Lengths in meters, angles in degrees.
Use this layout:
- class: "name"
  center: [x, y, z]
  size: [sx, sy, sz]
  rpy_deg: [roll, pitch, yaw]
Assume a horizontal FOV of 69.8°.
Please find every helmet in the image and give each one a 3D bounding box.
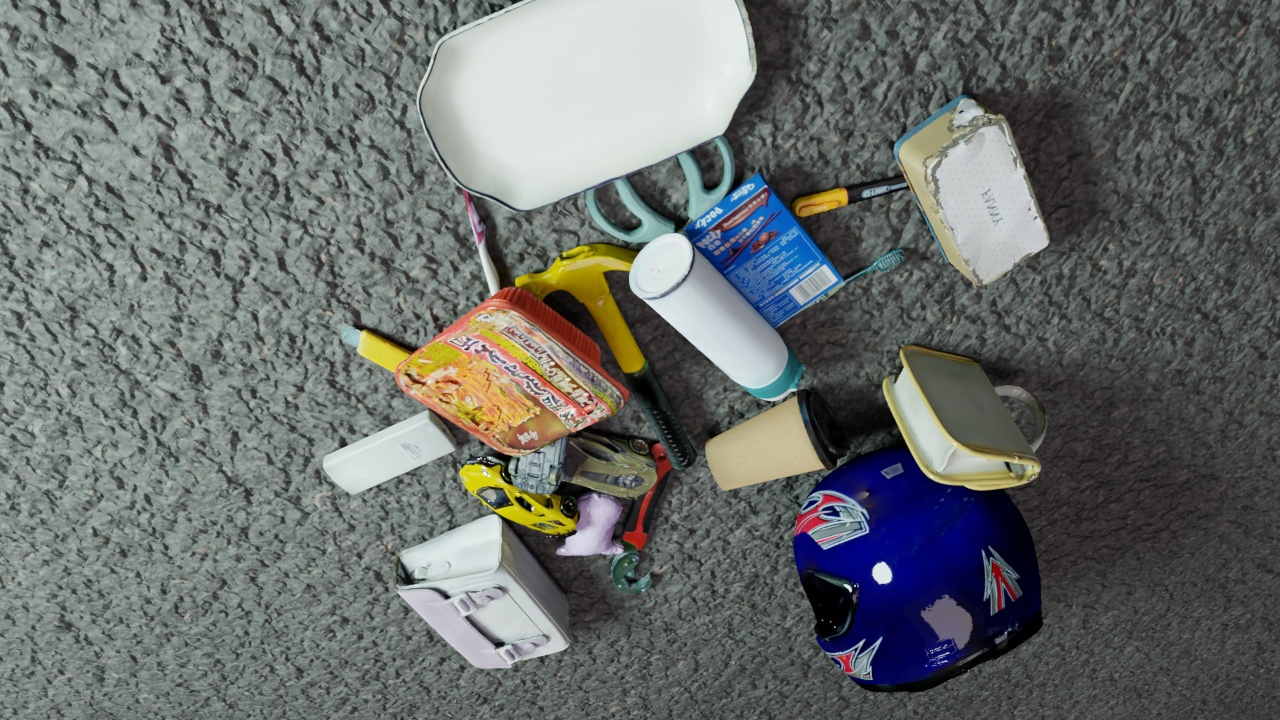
- class: "helmet"
  center: [0.291, 0.224, 1.045]
  size: [0.246, 0.240, 0.316]
  rpy_deg: [-24, 168, -22]

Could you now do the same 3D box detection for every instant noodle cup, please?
- class: "instant noodle cup"
  center: [-0.118, 0.008, 0.859]
  size: [0.164, 0.078, 0.189]
  rpy_deg: [39, 134, -27]

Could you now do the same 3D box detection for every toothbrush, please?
- class: "toothbrush"
  center: [-0.140, -0.116, 0.816]
  size: [0.017, 0.016, 0.188]
  rpy_deg: [-17, 132, -9]
- class: "toothbrush"
  center: [0.178, -0.061, 0.922]
  size: [0.192, 0.018, 0.016]
  rpy_deg: [-29, 130, 14]

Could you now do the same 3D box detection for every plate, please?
- class: "plate"
  center: [-0.042, -0.220, 0.726]
  size: [0.266, 0.034, 0.162]
  rpy_deg: [-21, 128, 5]

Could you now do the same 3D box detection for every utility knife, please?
- class: "utility knife"
  center: [-0.220, 0.006, 0.906]
  size: [0.173, 0.015, 0.033]
  rpy_deg: [31, 113, -30]

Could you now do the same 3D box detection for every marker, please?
- class: "marker"
  center: [0.202, -0.154, 0.848]
  size: [0.124, 0.015, 0.018]
  rpy_deg: [-14, 137, -2]

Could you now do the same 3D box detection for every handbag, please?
- class: "handbag"
  center: [-0.188, 0.291, 1.111]
  size: [0.145, 0.098, 0.197]
  rpy_deg: [-18, 131, 12]
- class: "handbag"
  center: [0.358, 0.065, 0.969]
  size: [0.178, 0.163, 0.063]
  rpy_deg: [8, 130, -18]

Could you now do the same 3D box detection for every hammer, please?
- class: "hammer"
  center: [-0.005, 0.005, 0.929]
  size: [0.129, 0.032, 0.301]
  rpy_deg: [-21, 128, 8]

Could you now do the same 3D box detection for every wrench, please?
- class: "wrench"
  center: [0.003, 0.197, 1.113]
  size: [0.056, 0.016, 0.274]
  rpy_deg: [1, 130, -11]

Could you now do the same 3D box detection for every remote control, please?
- class: "remote control"
  center: [-0.266, 0.098, 0.974]
  size: [0.135, 0.019, 0.056]
  rpy_deg: [-24, 131, 10]

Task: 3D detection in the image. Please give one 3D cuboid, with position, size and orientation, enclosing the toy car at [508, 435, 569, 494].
- class: "toy car"
  center: [-0.103, 0.080, 0.955]
  size: [0.054, 0.036, 0.121]
  rpy_deg: [11, 102, 14]

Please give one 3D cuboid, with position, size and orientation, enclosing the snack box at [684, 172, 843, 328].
- class: "snack box"
  center: [0.118, -0.099, 0.860]
  size: [0.085, 0.026, 0.157]
  rpy_deg: [-35, 134, 16]

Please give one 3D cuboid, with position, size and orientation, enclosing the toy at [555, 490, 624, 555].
- class: "toy"
  center: [-0.054, 0.196, 1.086]
  size: [0.084, 0.039, 0.108]
  rpy_deg: [1, 128, -12]

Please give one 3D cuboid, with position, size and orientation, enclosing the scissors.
- class: "scissors"
  center: [0.017, -0.132, 0.830]
  size: [0.169, 0.019, 0.178]
  rpy_deg: [-12, 134, -2]

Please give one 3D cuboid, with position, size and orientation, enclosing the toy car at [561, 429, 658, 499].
- class: "toy car"
  center: [-0.056, 0.112, 1.011]
  size: [0.158, 0.042, 0.070]
  rpy_deg: [16, 125, -17]

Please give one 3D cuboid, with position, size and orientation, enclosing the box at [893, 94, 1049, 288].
- class: "box"
  center: [0.307, -0.147, 0.839]
  size: [0.090, 0.062, 0.184]
  rpy_deg: [-33, 131, 7]

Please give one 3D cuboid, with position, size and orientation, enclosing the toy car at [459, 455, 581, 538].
- class: "toy car"
  center: [-0.135, 0.153, 1.017]
  size: [0.071, 0.041, 0.156]
  rpy_deg: [-19, 135, 42]

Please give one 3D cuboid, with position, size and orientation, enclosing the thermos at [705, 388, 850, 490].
- class: "thermos"
  center: [0.149, 0.092, 1.007]
  size: [0.143, 0.092, 0.093]
  rpy_deg: [-23, 131, 19]

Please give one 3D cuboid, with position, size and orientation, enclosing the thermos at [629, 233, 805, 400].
- class: "thermos"
  center: [0.078, -0.031, 0.871]
  size: [0.073, 0.073, 0.224]
  rpy_deg: [-34, 136, 18]
